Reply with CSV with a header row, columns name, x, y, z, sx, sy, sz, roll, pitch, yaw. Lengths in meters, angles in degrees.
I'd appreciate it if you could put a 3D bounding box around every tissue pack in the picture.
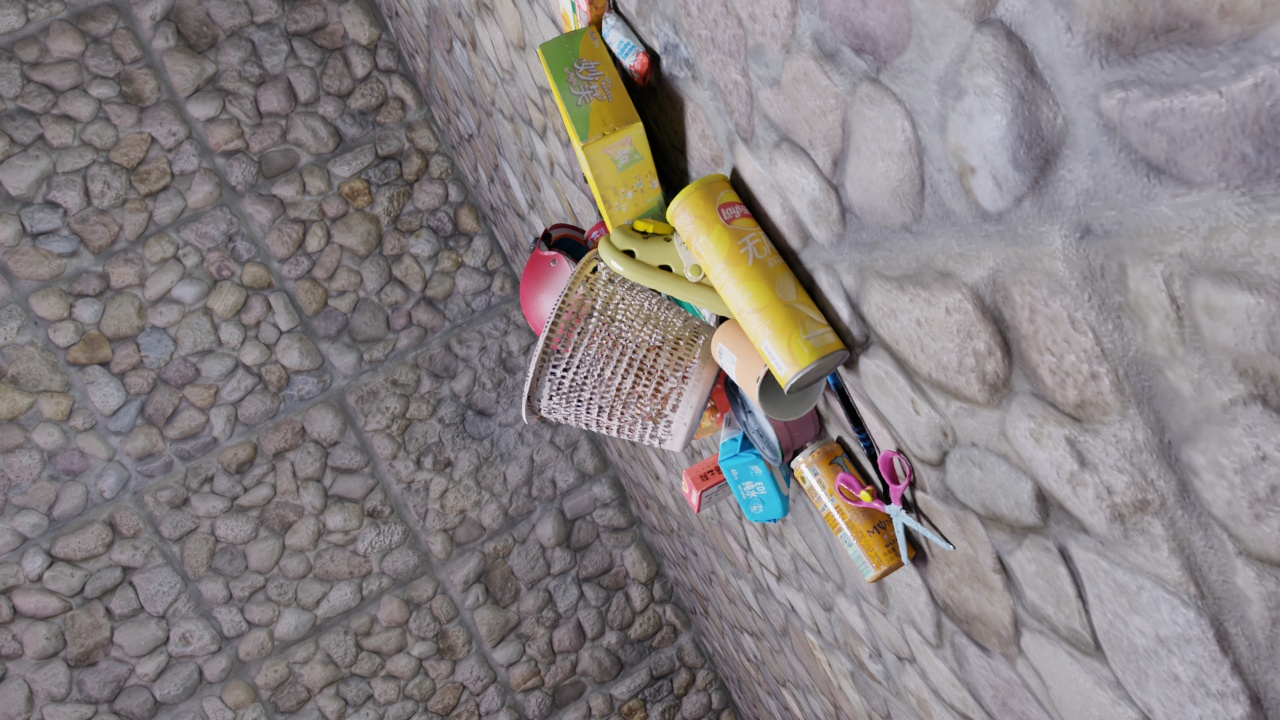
name,x,y,z,sx,sy,sz,roll,pitch,yaw
tissue pack,0.144,0.127,1.135,0.089,0.063,0.140,-76,-33,-49

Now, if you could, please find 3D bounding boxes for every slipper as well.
name,x,y,z,sx,sy,sz,roll,pitch,yaw
slipper,0.050,-0.107,0.978,0.190,0.082,0.091,26,-165,16

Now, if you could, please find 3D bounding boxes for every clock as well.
name,x,y,z,sx,sy,sz,roll,pitch,yaw
clock,0.140,0.045,1.040,0.158,0.059,0.117,47,163,50

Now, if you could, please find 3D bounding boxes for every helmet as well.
name,x,y,z,sx,sy,sz,roll,pitch,yaw
helmet,-0.100,-0.097,1.410,0.207,0.144,0.239,32,-159,-26

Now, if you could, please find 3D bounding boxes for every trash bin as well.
name,x,y,z,sx,sy,sz,roll,pitch,yaw
trash bin,-0.008,0.006,1.088,0.192,0.227,0.228,22,162,7

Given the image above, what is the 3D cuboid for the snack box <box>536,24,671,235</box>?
name,x,y,z,sx,sy,sz,roll,pitch,yaw
snack box,-0.035,-0.235,1.013,0.210,0.070,0.157,66,-179,-61

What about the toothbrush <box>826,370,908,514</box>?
name,x,y,z,sx,sy,sz,roll,pitch,yaw
toothbrush,0.211,0.067,0.879,0.189,0.014,0.016,63,169,-3

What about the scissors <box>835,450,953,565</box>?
name,x,y,z,sx,sy,sz,roll,pitch,yaw
scissors,0.238,0.135,0.863,0.133,0.017,0.135,34,139,37

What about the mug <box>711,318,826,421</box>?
name,x,y,z,sx,sy,sz,roll,pitch,yaw
mug,0.124,0.003,0.942,0.123,0.078,0.078,43,159,58

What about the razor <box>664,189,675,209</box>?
name,x,y,z,sx,sy,sz,roll,pitch,yaw
razor,0.056,-0.159,1.022,0.043,0.022,0.143,65,169,-25

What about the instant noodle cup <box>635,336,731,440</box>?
name,x,y,z,sx,sy,sz,roll,pitch,yaw
instant noodle cup,0.066,0.044,1.226,0.138,0.138,0.108,59,178,14

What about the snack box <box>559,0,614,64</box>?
name,x,y,z,sx,sy,sz,roll,pitch,yaw
snack box,-0.060,-0.369,1.020,0.077,0.027,0.156,56,168,23

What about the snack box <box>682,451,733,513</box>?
name,x,y,z,sx,sy,sz,roll,pitch,yaw
snack box,0.117,0.156,1.284,0.044,0.113,0.127,59,169,21

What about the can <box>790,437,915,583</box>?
name,x,y,z,sx,sy,sz,roll,pitch,yaw
can,0.217,0.154,0.945,0.146,0.058,0.058,58,169,23

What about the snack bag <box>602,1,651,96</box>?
name,x,y,z,sx,sy,sz,roll,pitch,yaw
snack bag,-0.015,-0.320,0.937,0.104,0.026,0.048,58,160,21

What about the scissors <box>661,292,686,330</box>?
name,x,y,z,sx,sy,sz,roll,pitch,yaw
scissors,0.054,-0.072,1.268,0.170,0.019,0.179,47,163,50

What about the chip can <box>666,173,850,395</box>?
name,x,y,z,sx,sy,sz,roll,pitch,yaw
chip can,0.107,-0.073,0.858,0.213,0.072,0.072,58,169,18

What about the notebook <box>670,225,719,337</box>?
name,x,y,z,sx,sy,sz,roll,pitch,yaw
notebook,0.042,-0.120,1.146,0.209,0.012,0.150,56,166,30

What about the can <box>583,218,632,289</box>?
name,x,y,z,sx,sy,sz,roll,pitch,yaw
can,-0.036,-0.158,1.345,0.093,0.066,0.067,55,167,34

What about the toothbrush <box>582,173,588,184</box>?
name,x,y,z,sx,sy,sz,roll,pitch,yaw
toothbrush,-0.087,-0.320,1.309,0.186,0.017,0.012,78,168,-56
